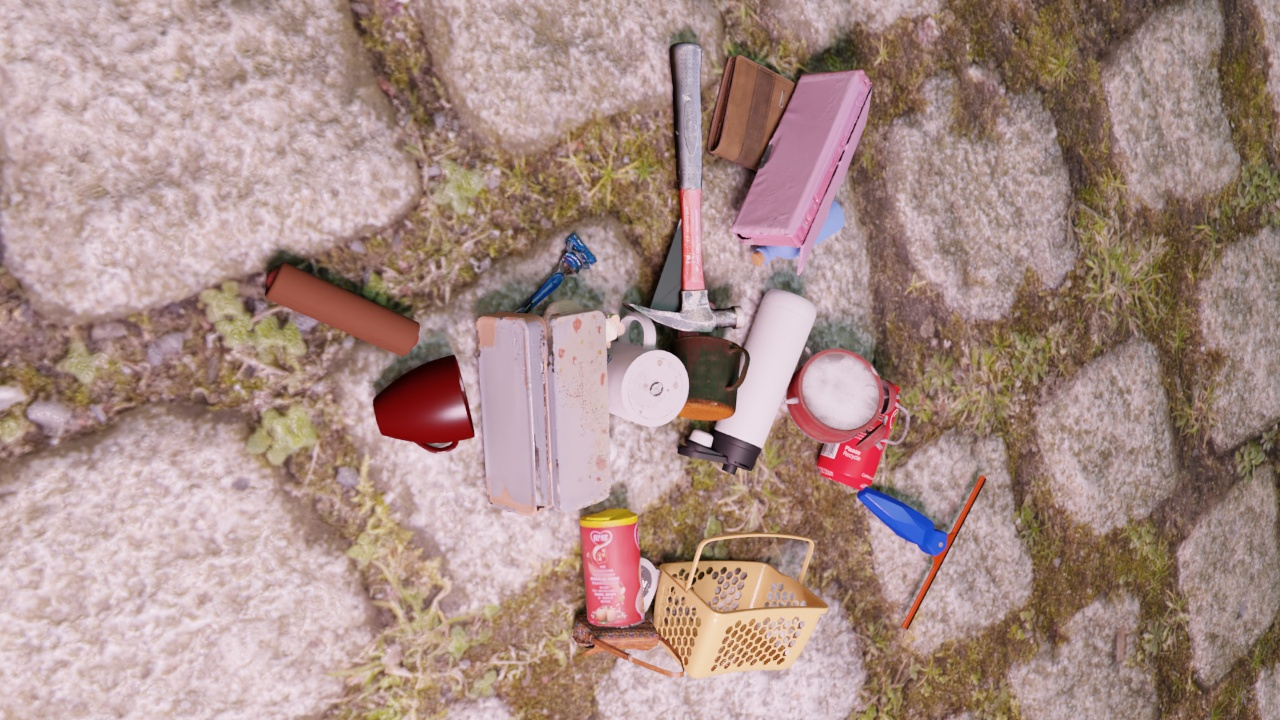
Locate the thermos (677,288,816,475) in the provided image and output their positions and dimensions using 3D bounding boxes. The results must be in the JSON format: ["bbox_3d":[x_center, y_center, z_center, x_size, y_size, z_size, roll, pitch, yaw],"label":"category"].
[{"bbox_3d":[0.131,0.023,1.120,0.101,0.068,0.230,22,87,-16],"label":"thermos"}]

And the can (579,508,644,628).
[{"bbox_3d":[-0.032,0.236,1.047,0.066,0.067,0.124,-4,89,-28],"label":"can"}]

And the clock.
[{"bbox_3d":[0.258,0.055,1.143,0.157,0.062,0.109,25,69,0],"label":"clock"}]

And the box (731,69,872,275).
[{"bbox_3d":[0.208,-0.219,1.092,0.107,0.099,0.232,40,68,-44],"label":"box"}]

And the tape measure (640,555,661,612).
[{"bbox_3d":[-0.008,0.266,1.104,0.065,0.017,0.064,27,84,-29],"label":"tape measure"}]

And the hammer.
[{"bbox_3d":[0.047,-0.194,1.047,0.140,0.036,0.326,-3,94,-13],"label":"hammer"}]

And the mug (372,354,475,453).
[{"bbox_3d":[-0.219,0.056,0.933,0.088,0.087,0.114,-14,132,-8],"label":"mug"}]

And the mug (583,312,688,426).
[{"bbox_3d":[-0.006,0.006,1.021,0.083,0.096,0.119,-2,98,-28],"label":"mug"}]

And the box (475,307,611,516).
[{"bbox_3d":[-0.100,0.052,0.981,0.095,0.115,0.217,-23,115,-59],"label":"box"}]

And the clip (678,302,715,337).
[{"bbox_3d":[0.065,-0.049,1.099,0.023,0.044,0.060,32,109,-22],"label":"clip"}]

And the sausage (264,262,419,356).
[{"bbox_3d":[-0.288,-0.049,0.894,0.155,0.040,0.040,26,84,-29],"label":"sausage"}]

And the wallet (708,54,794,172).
[{"bbox_3d":[0.134,-0.291,1.096,0.098,0.027,0.121,12,90,-34],"label":"wallet"}]

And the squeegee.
[{"bbox_3d":[0.377,0.231,1.288,0.184,0.055,0.249,34,81,-17],"label":"squeegee"}]

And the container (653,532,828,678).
[{"bbox_3d":[0.120,0.281,1.107,0.183,0.129,0.167,7,105,-34],"label":"container"}]

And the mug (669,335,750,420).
[{"bbox_3d":[0.081,0.020,1.051,0.084,0.111,0.081,19,70,-39],"label":"mug"}]

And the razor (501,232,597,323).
[{"bbox_3d":[-0.104,-0.076,1.001,0.140,0.018,0.044,-47,116,-15],"label":"razor"}]

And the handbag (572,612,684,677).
[{"bbox_3d":[-0.002,0.324,1.013,0.093,0.196,0.043,7,88,-27],"label":"handbag"}]

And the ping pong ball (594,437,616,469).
[{"bbox_3d":[-0.047,0.103,1.045,0.040,0.040,0.040,-4,99,-28],"label":"ping pong ball"}]

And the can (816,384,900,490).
[{"bbox_3d":[0.287,0.094,1.206,0.074,0.074,0.142,22,86,-29],"label":"can"}]

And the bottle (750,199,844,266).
[{"bbox_3d":[0.190,-0.154,1.132,0.131,0.048,0.048,-32,111,-21],"label":"bottle"}]

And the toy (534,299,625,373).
[{"bbox_3d":[-0.075,-0.025,1.004,0.112,0.050,0.087,-19,107,-7],"label":"toy"}]
